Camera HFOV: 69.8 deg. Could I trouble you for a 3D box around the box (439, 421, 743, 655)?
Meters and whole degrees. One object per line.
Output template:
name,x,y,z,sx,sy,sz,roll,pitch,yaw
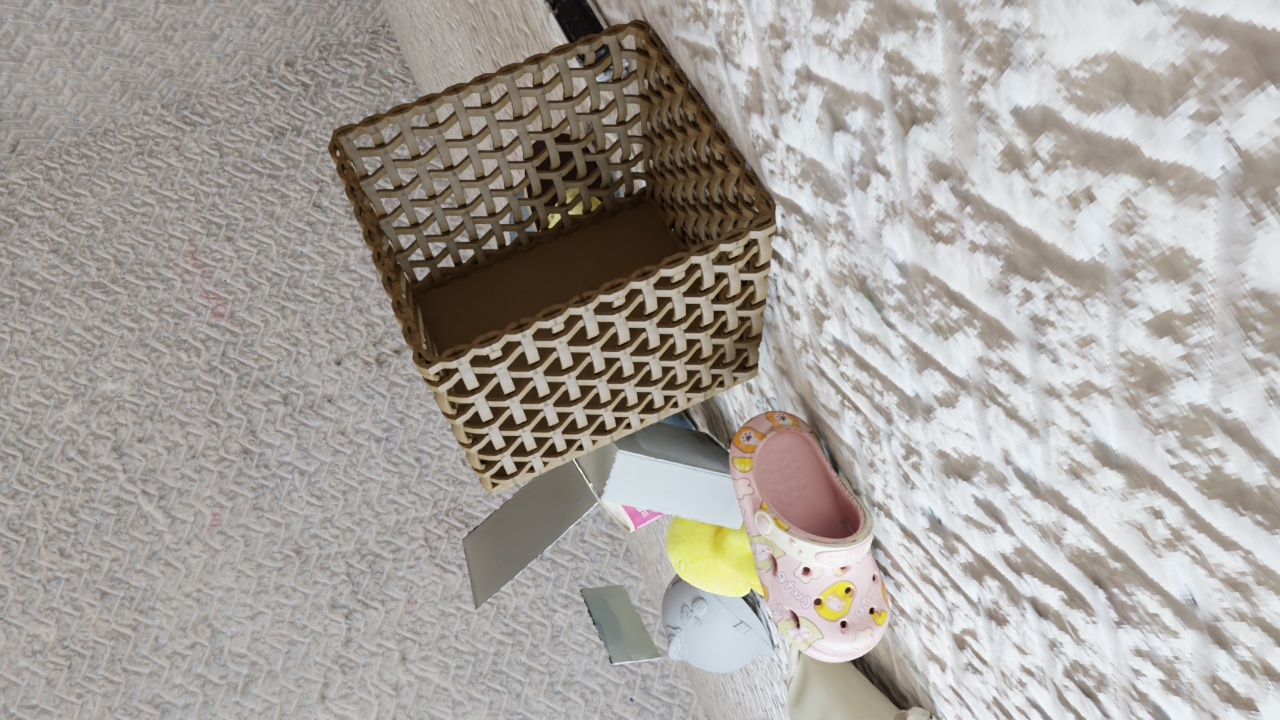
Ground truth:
box,-0.054,0.163,0.976,0.165,0.330,0.167,57,175,-20

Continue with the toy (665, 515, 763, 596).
toy,0.095,0.217,1.066,0.208,0.092,0.134,-19,94,61

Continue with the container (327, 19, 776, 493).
container,-0.060,-0.073,0.712,0.214,0.251,0.219,83,161,-61

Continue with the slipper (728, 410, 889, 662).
slipper,0.130,0.130,0.678,0.197,0.093,0.082,67,160,2

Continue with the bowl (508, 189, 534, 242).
bowl,-0.121,-0.190,1.291,0.057,0.136,0.137,10,136,28

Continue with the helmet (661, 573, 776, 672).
helmet,0.084,0.368,1.271,0.183,0.117,0.271,45,168,28

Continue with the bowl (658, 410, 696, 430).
bowl,0.018,0.095,1.163,0.110,0.055,0.111,34,147,25

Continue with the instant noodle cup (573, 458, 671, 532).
instant noodle cup,-0.030,0.164,1.281,0.178,0.077,0.179,47,165,17

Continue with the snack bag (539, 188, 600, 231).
snack bag,-0.071,-0.044,0.958,0.159,0.248,0.068,46,-156,26

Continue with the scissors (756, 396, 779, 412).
scissors,0.135,0.094,0.772,0.135,0.015,0.129,65,171,-27

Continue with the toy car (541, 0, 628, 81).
toy car,-0.047,-0.284,0.798,0.113,0.039,0.039,63,-169,24

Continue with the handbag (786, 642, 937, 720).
handbag,0.181,0.344,0.812,0.229,0.131,0.184,-151,44,-71

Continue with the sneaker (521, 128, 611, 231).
sneaker,-0.050,-0.120,1.059,0.116,0.112,0.294,-60,-52,-75
